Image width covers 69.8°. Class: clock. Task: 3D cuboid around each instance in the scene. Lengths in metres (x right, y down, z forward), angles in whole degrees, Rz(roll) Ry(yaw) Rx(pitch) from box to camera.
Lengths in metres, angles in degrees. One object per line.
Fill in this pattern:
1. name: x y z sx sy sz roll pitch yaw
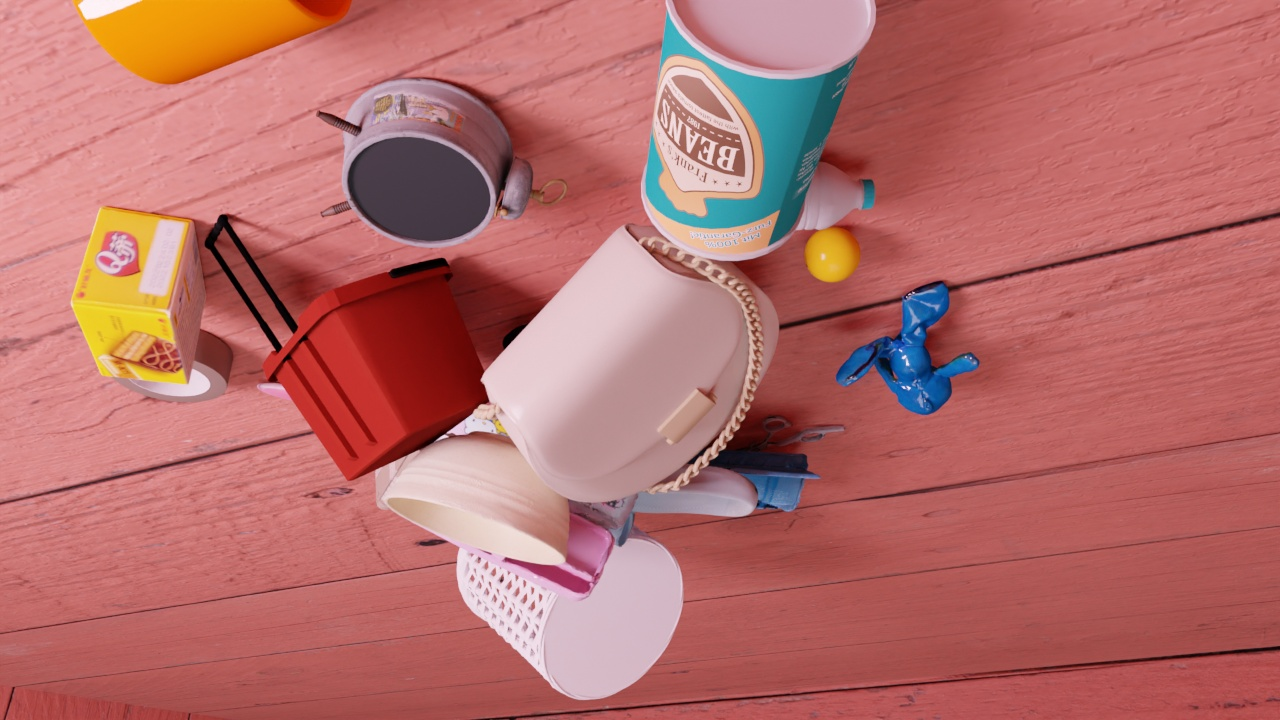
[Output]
1. clock: -0.118 -0.116 0.565 0.148 0.056 0.104 9 141 -10

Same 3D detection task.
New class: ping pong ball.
1. ping pong ball: 0.139 -0.077 0.666 0.040 0.040 0.040 -1 152 -1

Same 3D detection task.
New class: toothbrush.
1. toothbrush: -0.295 0.035 0.878 0.135 0.016 0.022 7 150 -16

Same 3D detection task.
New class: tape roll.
1. tape roll: -0.406 0.003 0.797 0.094 0.030 0.094 -1 152 -1

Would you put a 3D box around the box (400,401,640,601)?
1. box: -0.110 0.116 0.819 0.201 0.110 0.102 26 142 3

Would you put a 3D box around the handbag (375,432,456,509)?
1. handbag: -0.168 0.102 0.985 0.197 0.062 0.176 3 153 -26

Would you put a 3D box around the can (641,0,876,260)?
1. can: 0.056 -0.136 0.492 0.099 0.099 0.144 1 151 -5

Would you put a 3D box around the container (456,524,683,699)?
1. container: -0.080 0.248 1.026 0.189 0.189 0.187 25 178 -39

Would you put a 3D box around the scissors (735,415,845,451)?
1. scissors: 0.142 0.096 1.014 0.130 0.014 0.153 7 148 -15

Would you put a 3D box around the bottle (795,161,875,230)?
1. bottle: 0.084 -0.107 0.604 0.136 0.044 0.044 -2 152 0

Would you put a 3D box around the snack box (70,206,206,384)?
1. snack box: -0.355 -0.043 0.659 0.061 0.083 0.106 6 150 -16

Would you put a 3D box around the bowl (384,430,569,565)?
1. bowl: -0.120 0.104 0.738 0.151 0.075 0.151 16 158 6

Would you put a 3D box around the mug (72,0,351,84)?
1. mug: -0.202 -0.193 0.413 0.096 0.077 0.113 -12 122 19

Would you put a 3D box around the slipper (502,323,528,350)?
1. slipper: -0.044 0.054 0.855 0.109 0.083 0.265 -12 153 16

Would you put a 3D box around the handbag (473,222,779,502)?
1. handbag: -0.004 0.004 0.687 0.211 0.103 0.208 -46 145 7

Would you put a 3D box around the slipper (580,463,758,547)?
1. slipper: -0.009 0.142 0.895 0.245 0.074 0.104 1 156 4

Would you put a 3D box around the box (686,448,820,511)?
1. box: 0.067 0.117 0.989 0.232 0.060 0.175 4 160 1

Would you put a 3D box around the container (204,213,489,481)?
1. container: -0.216 -0.026 0.690 0.126 0.201 0.148 -26 175 -45

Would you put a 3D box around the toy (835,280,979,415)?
1. toy: 0.234 0.008 0.805 0.113 0.071 0.176 -23 146 15
